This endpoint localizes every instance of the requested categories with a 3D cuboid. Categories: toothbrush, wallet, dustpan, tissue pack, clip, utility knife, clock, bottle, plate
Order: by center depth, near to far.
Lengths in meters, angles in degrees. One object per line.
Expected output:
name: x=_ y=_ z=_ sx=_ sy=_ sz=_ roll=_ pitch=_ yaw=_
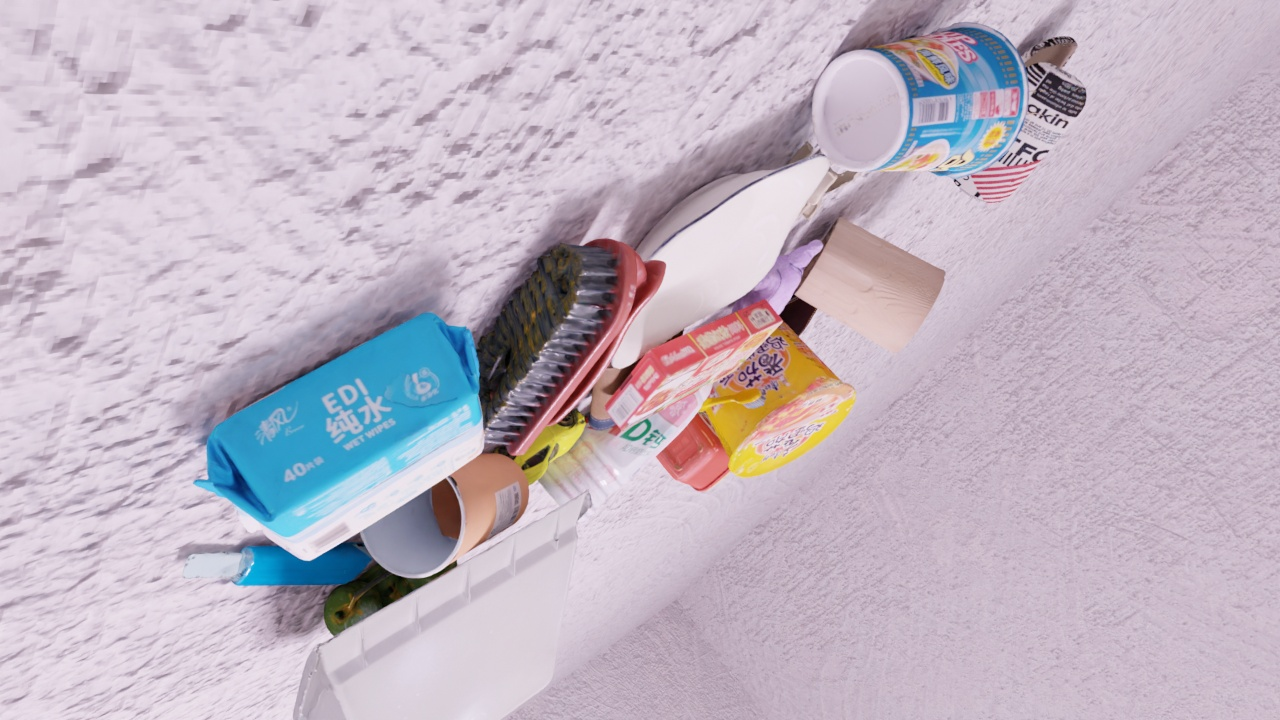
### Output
tissue pack: x=-0.141 y=0.038 z=0.458 sx=0.139 sy=0.063 sz=0.090 roll=-32 pitch=164 yaw=-19
utility knife: x=-0.230 y=0.132 z=0.594 sx=0.034 sy=0.018 sz=0.191 roll=-51 pitch=163 yaw=-2
plate: x=0.042 y=-0.073 z=0.614 sx=0.163 sy=0.034 sz=0.165 roll=-31 pitch=162 yaw=-26
clip: x=0.114 y=-0.121 z=0.653 sx=0.082 sy=0.035 sz=0.105 roll=-31 pitch=170 yaw=-37
dustpan: x=-0.170 y=0.207 z=0.711 sx=0.222 sy=0.143 sz=0.258 roll=-26 pitch=134 yaw=-37
wallet: x=-0.004 y=0.004 z=0.726 sx=0.090 sy=0.033 sz=0.115 roll=-36 pitch=163 yaw=-20
clock: x=-0.203 y=0.201 z=0.769 sx=0.116 sy=0.056 sz=0.161 roll=-33 pitch=163 yaw=-22
bottle: x=-0.002 y=0.056 z=0.808 sx=0.196 sy=0.068 sz=0.068 roll=-40 pitch=164 yaw=-8
toothbrush: x=0.054 y=0.044 z=0.848 sx=0.192 sy=0.018 sz=0.016 roll=-17 pitch=-141 yaw=58
wallet: x=0.138 y=-0.036 z=0.948 sx=0.122 sy=0.020 sz=0.097 roll=-25 pitch=153 yaw=-37

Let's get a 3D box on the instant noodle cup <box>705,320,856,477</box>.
instant noodle cup: x=0.118 y=0.028 z=0.877 sx=0.138 sy=0.109 sz=0.138 roll=-24 pitch=151 yaw=-14

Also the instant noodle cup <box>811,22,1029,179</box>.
instant noodle cup: x=0.169 y=-0.158 z=0.572 sx=0.109 sy=0.099 sz=0.099 roll=-17 pitch=153 yaw=-37

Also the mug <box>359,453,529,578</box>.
mug: x=-0.128 y=0.099 z=0.639 sx=0.078 sy=0.078 sz=0.122 roll=-43 pitch=168 yaw=14

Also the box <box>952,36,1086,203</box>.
box: x=0.338 y=-0.221 z=0.826 sx=0.087 sy=0.076 sz=0.163 roll=-61 pitch=173 yaw=-25

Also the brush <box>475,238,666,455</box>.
brush: x=-0.044 y=-0.012 z=0.532 sx=0.069 sy=0.063 sz=0.146 roll=7 pitch=134 yaw=-42

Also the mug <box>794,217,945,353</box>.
mug: x=0.200 y=-0.066 z=0.828 sx=0.084 sy=0.103 sz=0.124 roll=-60 pitch=177 yaw=-4

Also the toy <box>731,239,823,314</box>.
toy: x=0.110 y=-0.058 z=0.792 sx=0.083 sy=0.039 sz=0.108 roll=-32 pitch=161 yaw=-23

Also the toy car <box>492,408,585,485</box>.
toy car: x=-0.085 y=0.076 z=0.740 sx=0.105 sy=0.032 sz=0.048 roll=-32 pitch=162 yaw=-29

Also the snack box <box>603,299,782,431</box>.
snack box: x=0.043 y=0.001 z=0.715 sx=0.152 sy=0.025 sz=0.075 roll=-24 pitch=161 yaw=-45

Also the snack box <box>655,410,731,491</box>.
snack box: x=0.051 y=0.086 z=0.961 sx=0.082 sy=0.091 sz=0.080 roll=-44 pitch=156 yaw=15
